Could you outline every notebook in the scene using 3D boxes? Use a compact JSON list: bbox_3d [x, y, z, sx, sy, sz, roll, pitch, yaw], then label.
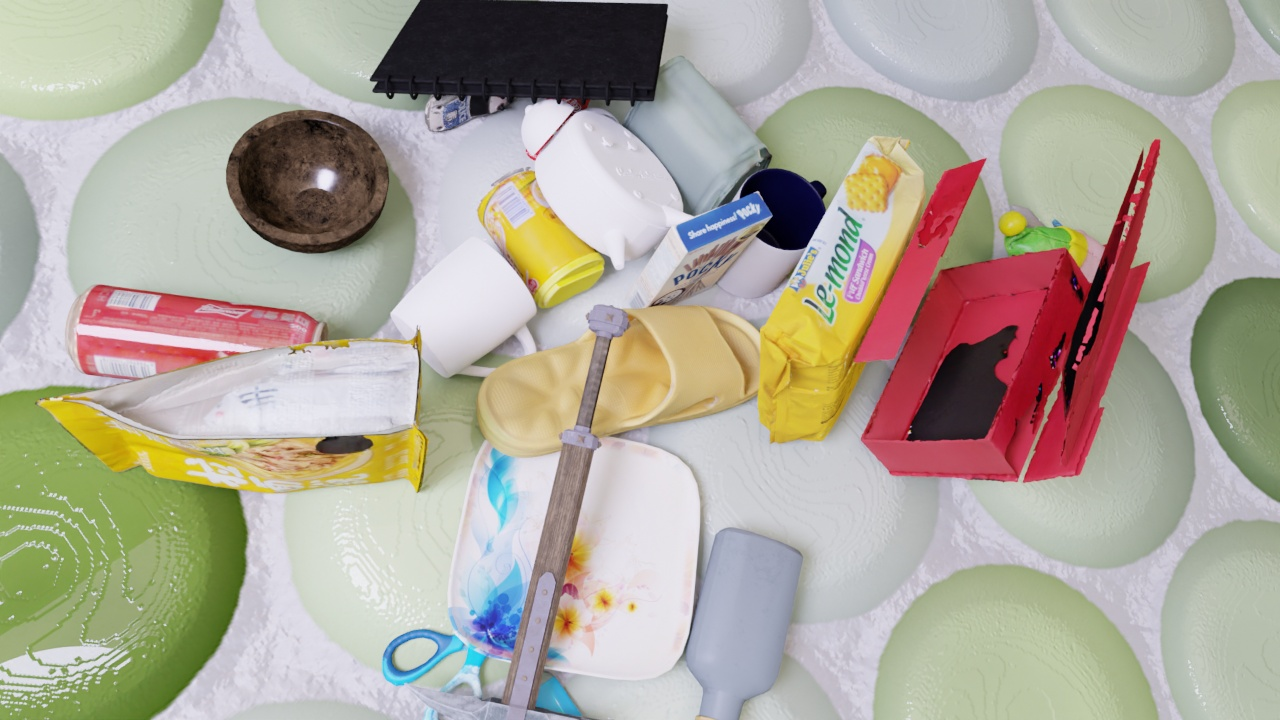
[{"bbox_3d":[-0.097,-0.269,0.790,0.231,0.019,0.168,3,44,5],"label":"notebook"}]

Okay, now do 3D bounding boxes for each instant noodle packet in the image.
[{"bbox_3d":[-0.259,0.047,0.623,0.221,0.163,0.084,-4,72,-15],"label":"instant noodle packet"}]

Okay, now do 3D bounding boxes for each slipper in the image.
[{"bbox_3d":[-0.004,0.004,0.742,0.262,0.079,0.099,-17,65,-23],"label":"slipper"}]

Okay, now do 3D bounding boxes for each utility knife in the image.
[{"bbox_3d":[-0.026,0.314,0.662,0.031,0.015,0.209,-29,76,-21],"label":"utility knife"}]

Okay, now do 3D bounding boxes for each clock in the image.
[{"bbox_3d":[-0.022,-0.155,0.774,0.161,0.073,0.125,55,29,12],"label":"clock"}]

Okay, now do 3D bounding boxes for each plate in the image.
[{"bbox_3d":[-0.048,0.145,0.711,0.187,0.016,0.186,12,63,-10],"label":"plate"}]

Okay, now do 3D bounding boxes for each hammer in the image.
[{"bbox_3d":[-0.060,0.109,0.664,0.147,0.028,0.316,13,79,-4],"label":"hammer"}]

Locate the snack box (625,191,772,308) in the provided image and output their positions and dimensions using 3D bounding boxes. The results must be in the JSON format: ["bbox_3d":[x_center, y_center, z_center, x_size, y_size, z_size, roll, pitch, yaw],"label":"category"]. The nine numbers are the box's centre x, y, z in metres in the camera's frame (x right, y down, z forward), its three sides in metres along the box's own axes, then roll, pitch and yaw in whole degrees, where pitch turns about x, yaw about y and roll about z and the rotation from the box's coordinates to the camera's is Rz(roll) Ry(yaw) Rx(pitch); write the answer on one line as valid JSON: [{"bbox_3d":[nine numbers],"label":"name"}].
[{"bbox_3d":[0.043,-0.082,0.752,0.081,0.150,0.026,-24,81,-20],"label":"snack box"}]

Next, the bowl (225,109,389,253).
[{"bbox_3d":[-0.267,-0.136,0.746,0.121,0.056,0.121,5,69,-12],"label":"bowl"}]

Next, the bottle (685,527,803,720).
[{"bbox_3d":[0.074,0.216,0.706,0.072,0.046,0.161,20,67,-6],"label":"bottle"}]

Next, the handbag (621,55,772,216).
[{"bbox_3d":[0.051,-0.193,0.820,0.067,0.106,0.122,-36,82,-26],"label":"handbag"}]

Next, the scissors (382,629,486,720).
[{"bbox_3d":[-0.127,0.200,0.681,0.090,0.014,0.140,37,65,8],"label":"scissors"}]

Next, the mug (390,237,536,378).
[{"bbox_3d":[-0.133,-0.027,0.735,0.087,0.081,0.114,-43,116,-18],"label":"mug"}]

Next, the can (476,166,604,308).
[{"bbox_3d":[-0.084,-0.102,0.772,0.067,0.068,0.105,-32,80,-22],"label":"can"}]

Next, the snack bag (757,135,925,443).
[{"bbox_3d":[0.168,-0.049,0.762,0.068,0.160,0.246,23,65,17],"label":"snack bag"}]

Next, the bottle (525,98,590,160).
[{"bbox_3d":[-0.071,-0.231,0.840,0.036,0.036,0.118,29,67,-2],"label":"bottle"}]

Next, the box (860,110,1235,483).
[{"bbox_3d":[0.321,-0.018,0.711,0.124,0.316,0.210,34,67,-4],"label":"box"}]

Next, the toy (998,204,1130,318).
[{"bbox_3d":[0.405,-0.103,0.887,0.131,0.097,0.124,16,59,13],"label":"toy"}]

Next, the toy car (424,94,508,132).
[{"bbox_3d":[-0.143,-0.238,0.819,0.112,0.049,0.040,-37,79,-22],"label":"toy car"}]

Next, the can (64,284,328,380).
[{"bbox_3d":[-0.324,-0.013,0.680,0.170,0.067,0.067,7,69,-11],"label":"can"}]

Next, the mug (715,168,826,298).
[{"bbox_3d":[0.120,-0.119,0.813,0.111,0.097,0.078,-38,83,-23],"label":"mug"}]
